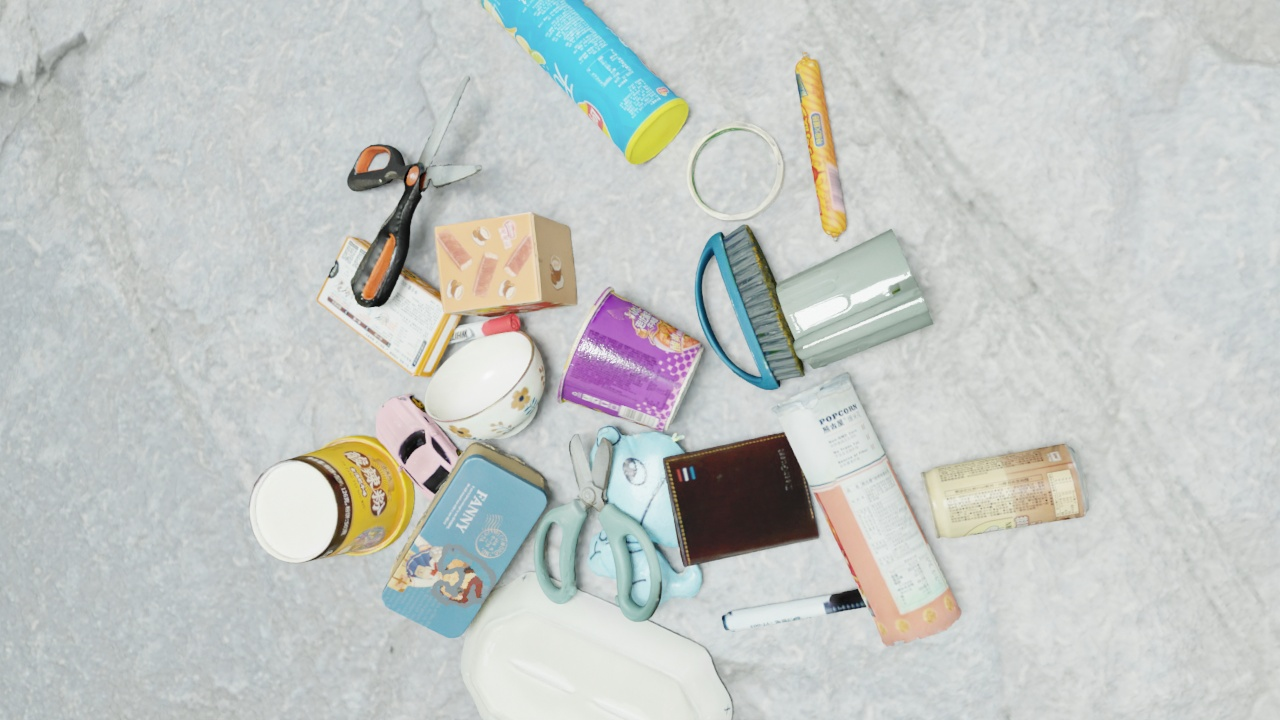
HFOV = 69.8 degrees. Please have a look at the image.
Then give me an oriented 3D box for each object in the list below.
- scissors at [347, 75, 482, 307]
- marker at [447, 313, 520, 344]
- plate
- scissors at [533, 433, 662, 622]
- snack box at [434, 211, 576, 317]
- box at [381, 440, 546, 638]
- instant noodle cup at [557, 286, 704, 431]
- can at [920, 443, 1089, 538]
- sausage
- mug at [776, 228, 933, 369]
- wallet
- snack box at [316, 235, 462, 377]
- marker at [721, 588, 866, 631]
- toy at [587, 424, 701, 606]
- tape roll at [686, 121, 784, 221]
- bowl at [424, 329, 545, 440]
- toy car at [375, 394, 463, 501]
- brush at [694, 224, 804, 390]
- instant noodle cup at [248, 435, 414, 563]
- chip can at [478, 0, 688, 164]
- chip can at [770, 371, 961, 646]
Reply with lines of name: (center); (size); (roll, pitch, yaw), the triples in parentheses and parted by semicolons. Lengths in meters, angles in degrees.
scissors: (-0.215, -0.153, 0.829); (0.234, 0.021, 0.221); (17, 89, 47)
marker: (-0.176, -0.024, 0.866); (0.145, 0.017, 0.017); (-10, 88, 28)
plate: (-0.050, 0.303, 0.841); (0.266, 0.034, 0.162); (21, 96, 15)
scissors: (-0.028, 0.153, 0.797); (0.172, 0.019, 0.177); (26, 109, 29)
snack box: (-0.119, -0.083, 0.824); (0.094, 0.092, 0.077); (-6, 89, 16)
box: (-0.157, 0.158, 0.843); (0.090, 0.062, 0.184); (29, 102, -13)
instant noodle cup: (-0.005, 0.005, 0.792); (0.099, 0.111, 0.111); (23, 97, 5)
can: (0.288, 0.105, 0.730); (0.116, 0.058, 0.058); (-13, 87, 15)
sausage: (0.154, -0.182, 0.783); (0.021, 0.021, 0.165); (-10, 88, 16)
mug: (0.170, -0.042, 0.730); (0.103, 0.123, 0.084); (-23, 102, 17)
wallet: (0.086, 0.118, 0.786); (0.122, 0.020, 0.096); (-11, 89, -9)
snack box: (-0.242, -0.053, 0.878); (0.154, 0.026, 0.075); (33, 101, 26)
marker: (0.134, 0.215, 0.795); (0.131, 0.018, 0.023); (-14, 130, 15)
toy: (0.005, 0.135, 0.816); (0.161, 0.049, 0.156); (42, 103, 7)
tape roll: (0.083, -0.166, 0.807); (0.086, 0.014, 0.086); (0, 90, 16)
bowl: (-0.133, 0.032, 0.836); (0.114, 0.113, 0.062); (-21, 126, 15)
toy car: (-0.211, 0.087, 0.883); (0.056, 0.037, 0.122); (-45, 78, 10)
brush: (0.087, -0.041, 0.786); (0.074, 0.055, 0.144); (-21, 86, 14)
instant noodle cup: (-0.294, 0.134, 0.867); (0.118, 0.114, 0.118); (0, 90, 16)
chip can: (-0.052, -0.272, 0.815); (0.071, 0.071, 0.210); (-45, 79, 12)
chip can: (0.185, 0.120, 0.753); (0.071, 0.071, 0.214); (-26, 84, 14)
